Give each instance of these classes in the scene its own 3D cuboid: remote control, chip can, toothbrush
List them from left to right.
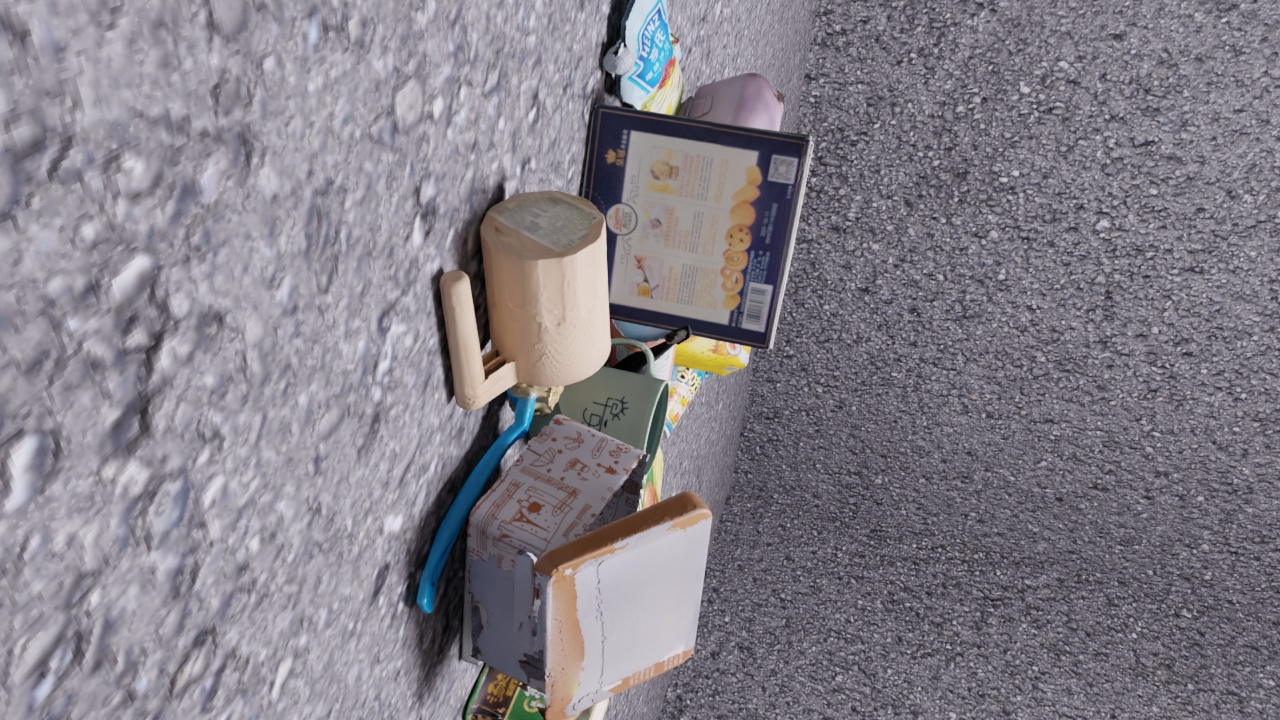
[{"bbox_3d":[-0.122,0.178,0.735,0.056,0.019,0.135,-57,158,-61],"label":"remote control"},{"bbox_3d":[-0.005,0.005,0.850,0.213,0.027,0.026,-35,-113,62],"label":"toothbrush"},{"bbox_3d":[0.001,-0.001,0.951,0.215,0.071,0.071,95,12,-65],"label":"chip can"}]

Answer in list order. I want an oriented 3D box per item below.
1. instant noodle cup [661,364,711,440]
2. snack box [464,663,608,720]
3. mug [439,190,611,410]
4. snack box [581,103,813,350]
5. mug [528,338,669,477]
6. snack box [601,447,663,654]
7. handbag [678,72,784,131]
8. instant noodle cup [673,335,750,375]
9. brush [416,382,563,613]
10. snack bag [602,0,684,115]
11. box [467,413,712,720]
[{"bbox_3d":[0.025,0.037,1.149,0.099,0.099,0.109,83,31,-60],"label":"instant noodle cup"},{"bbox_3d":[-0.089,0.318,0.847,0.117,0.106,0.118,-65,163,-45],"label":"snack box"},{"bbox_3d":[-0.076,-0.038,0.596,0.124,0.084,0.104,-35,144,-33],"label":"mug"},{"bbox_3d":[0.040,-0.114,0.780,0.045,0.182,0.178,-54,154,-68],"label":"snack box"},{"bbox_3d":[-0.033,0.033,0.784,0.082,0.106,0.111,38,66,-77],"label":"mug"},{"bbox_3d":[-0.026,0.164,0.920,0.114,0.063,0.239,70,20,-47],"label":"snack box"},{"bbox_3d":[0.063,-0.183,0.926,0.098,0.145,0.196,36,58,-31],"label":"handbag"},{"bbox_3d":[0.063,-0.041,1.067,0.116,0.123,0.116,148,-40,-70],"label":"instant noodle cup"},{"bbox_3d":[-0.103,0.061,0.665,0.083,0.046,0.254,93,18,-59],"label":"brush"},{"bbox_3d":[0.007,-0.268,0.825,0.110,0.039,0.191,-65,167,-5],"label":"snack bag"},{"bbox_3d":[-0.031,0.163,0.669,0.148,0.158,0.182,-53,159,-47],"label":"box"}]
